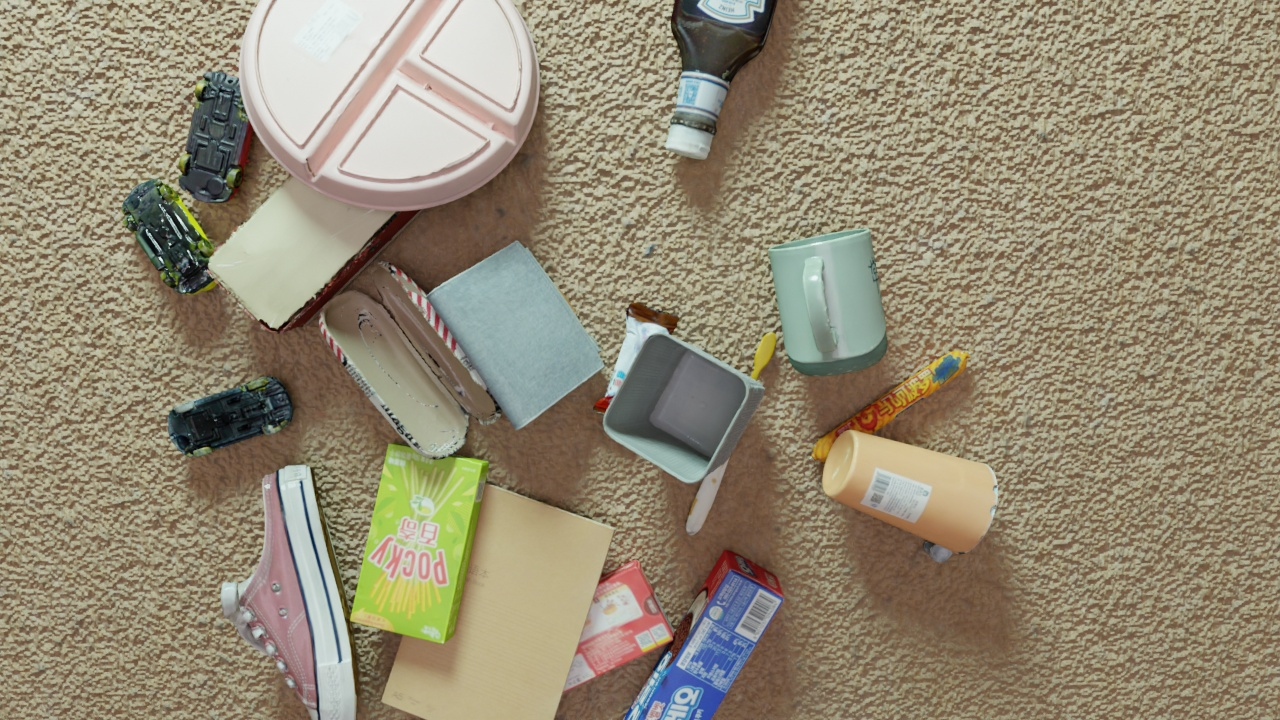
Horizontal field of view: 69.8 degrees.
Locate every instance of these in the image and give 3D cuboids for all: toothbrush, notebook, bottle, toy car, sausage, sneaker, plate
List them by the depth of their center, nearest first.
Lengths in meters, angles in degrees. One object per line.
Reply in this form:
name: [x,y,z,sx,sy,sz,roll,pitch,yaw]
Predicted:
plate: [-0.192,-0.228,0.710,0.229,0.028,0.229,2,79,-9]
bottle: [0.061,-0.261,0.735,0.080,0.044,0.195,14,98,-1]
toy car: [-0.345,-0.182,0.755,0.049,0.031,0.106,15,94,-1]
toy car: [-0.388,-0.103,0.766,0.048,0.032,0.105,-38,84,5]
sneaker: [-0.294,0.211,0.768,0.087,0.118,0.241,-12,91,-16]
sausage: [0.213,0.039,0.781,0.165,0.021,0.021,-35,95,4]
toy car: [-0.349,0.048,0.784,0.105,0.031,0.049,-18,96,1]
toothbrush: [0.077,0.064,0.791,0.016,0.018,0.191,21,99,0]
notebook: [-0.123,0.221,0.791,0.149,0.012,0.211,18,89,7]

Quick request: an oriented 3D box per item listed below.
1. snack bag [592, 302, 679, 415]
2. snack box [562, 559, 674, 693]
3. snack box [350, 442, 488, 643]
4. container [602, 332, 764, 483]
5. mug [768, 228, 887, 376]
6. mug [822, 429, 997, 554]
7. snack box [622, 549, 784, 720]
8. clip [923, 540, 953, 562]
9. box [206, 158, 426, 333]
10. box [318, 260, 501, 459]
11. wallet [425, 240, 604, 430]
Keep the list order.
snack bag: [-0.005,0.005,0.777,0.045,0.026,0.105,20,96,0]
snack box: [-0.054,0.242,0.808,0.153,0.025,0.075,-27,95,4]
snack box: [-0.187,0.154,0.782,0.086,0.026,0.156,12,89,7]
container: [0.041,0.036,0.729,0.090,0.114,0.090,30,97,15]
mug: [0.148,-0.043,0.727,0.082,0.111,0.106,-8,99,20]
mug: [0.217,0.104,0.753,0.122,0.078,0.078,19,97,-9]
snack box: [0.047,0.269,0.794,0.057,0.058,0.207,29,96,-3]
clip: [0.273,0.151,0.796,0.058,0.035,0.025,-39,97,4]
box: [-0.261,-0.107,0.740,0.168,0.078,0.091,-44,95,5]
box: [-0.190,0.004,0.754,0.086,0.076,0.162,-42,99,-25]
wallet: [-0.098,-0.024,0.754,0.106,0.037,0.129,-37,96,-32]
